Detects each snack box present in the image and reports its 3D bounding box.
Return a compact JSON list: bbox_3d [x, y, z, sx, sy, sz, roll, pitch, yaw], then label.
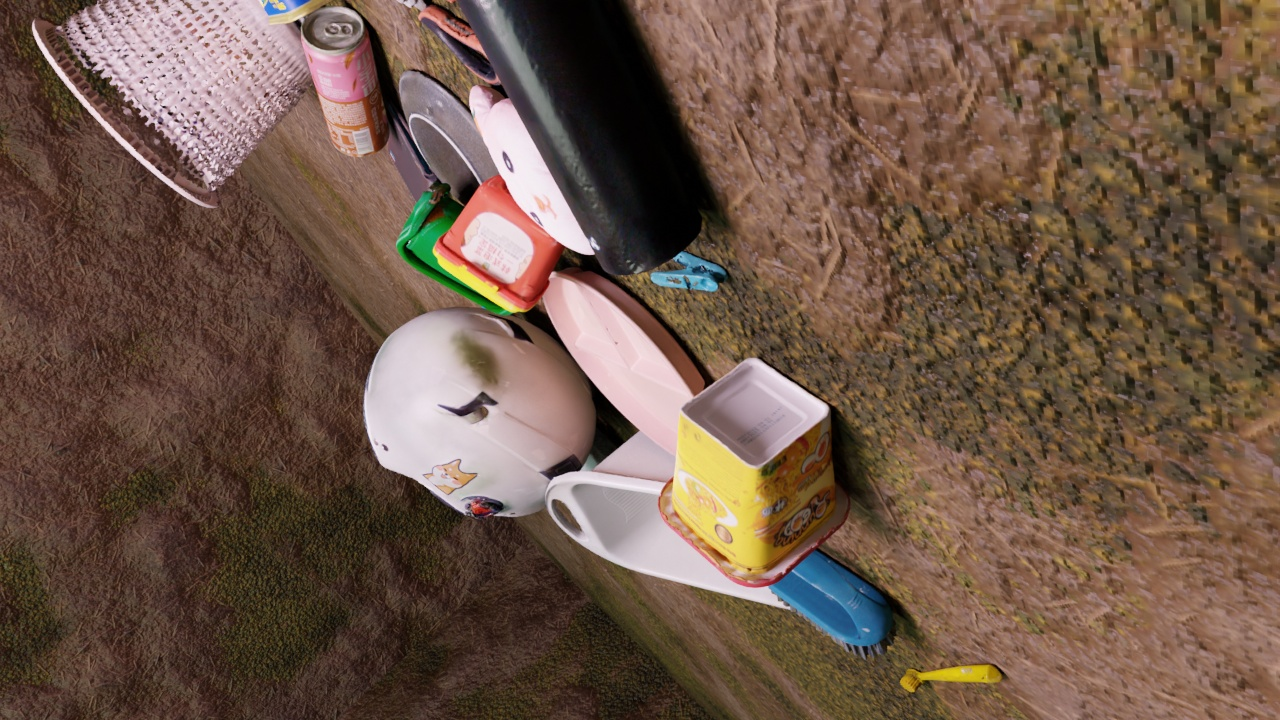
[{"bbox_3d":[-0.105,-0.095,0.730,0.091,0.080,0.081,34,-155,-5],"label":"snack box"}]

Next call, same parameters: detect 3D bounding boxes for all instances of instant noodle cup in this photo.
[{"bbox_3d":[0.080,0.075,0.646,0.116,0.116,0.124,37,149,35],"label":"instant noodle cup"}]

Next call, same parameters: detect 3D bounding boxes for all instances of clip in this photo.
[{"bbox_3d":[0.034,-0.058,0.604,0.055,0.038,0.013,18,148,42],"label":"clip"}]

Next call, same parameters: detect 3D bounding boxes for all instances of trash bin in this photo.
[{"bbox_3d":[-0.437,-0.299,0.920,0.227,0.192,0.227,51,178,2],"label":"trash bin"}]

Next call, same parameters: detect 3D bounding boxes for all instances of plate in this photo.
[{"bbox_3d":[-0.165,-0.180,0.835,0.179,0.024,0.180,44,163,17],"label":"plate"},{"bbox_3d":[-0.005,0.005,0.834,0.229,0.028,0.230,43,162,17],"label":"plate"}]

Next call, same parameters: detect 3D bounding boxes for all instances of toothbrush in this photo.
[{"bbox_3d":[0.257,0.268,0.773,0.015,0.016,0.190,45,163,12],"label":"toothbrush"}]

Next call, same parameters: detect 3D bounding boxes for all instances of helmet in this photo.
[{"bbox_3d":[-0.152,0.045,1.003,0.274,0.229,0.157,30,149,-20],"label":"helmet"}]

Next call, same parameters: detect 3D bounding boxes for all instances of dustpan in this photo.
[{"bbox_3d":[0.030,0.186,0.958,0.258,0.142,0.223,37,160,39],"label":"dustpan"}]

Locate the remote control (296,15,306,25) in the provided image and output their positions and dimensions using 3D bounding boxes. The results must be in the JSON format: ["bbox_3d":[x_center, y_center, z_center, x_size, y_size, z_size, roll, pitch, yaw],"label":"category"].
[{"bbox_3d":[-0.331,-0.350,0.876,0.136,0.024,0.053,53,167,-17],"label":"remote control"}]

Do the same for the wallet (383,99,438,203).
[{"bbox_3d":[-0.239,-0.208,0.961,0.096,0.020,0.122,57,164,1],"label":"wallet"}]

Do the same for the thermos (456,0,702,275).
[{"bbox_3d":[-0.043,-0.167,0.500,0.089,0.068,0.242,-97,-18,-56],"label":"thermos"}]

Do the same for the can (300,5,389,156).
[{"bbox_3d":[-0.274,-0.257,0.860,0.058,0.057,0.147,45,158,14],"label":"can"}]

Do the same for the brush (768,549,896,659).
[{"bbox_3d":[0.157,0.197,0.800,0.144,0.055,0.073,29,156,49],"label":"brush"}]

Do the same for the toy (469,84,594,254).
[{"bbox_3d":[-0.073,-0.138,0.651,0.159,0.054,0.121,43,164,46],"label":"toy"}]

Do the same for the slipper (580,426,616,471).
[{"bbox_3d":[-0.126,0.082,1.186,0.245,0.074,0.104,41,-165,14],"label":"slipper"}]

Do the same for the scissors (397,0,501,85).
[{"bbox_3d":[-0.163,-0.268,0.647,0.202,0.015,0.204,50,165,-7],"label":"scissors"}]

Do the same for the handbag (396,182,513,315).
[{"bbox_3d":[-0.147,-0.105,0.832,0.131,0.067,0.120,31,158,-11],"label":"handbag"}]

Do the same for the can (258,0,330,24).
[{"bbox_3d":[-0.311,-0.342,0.789,0.102,0.057,0.083,26,150,52],"label":"can"}]
